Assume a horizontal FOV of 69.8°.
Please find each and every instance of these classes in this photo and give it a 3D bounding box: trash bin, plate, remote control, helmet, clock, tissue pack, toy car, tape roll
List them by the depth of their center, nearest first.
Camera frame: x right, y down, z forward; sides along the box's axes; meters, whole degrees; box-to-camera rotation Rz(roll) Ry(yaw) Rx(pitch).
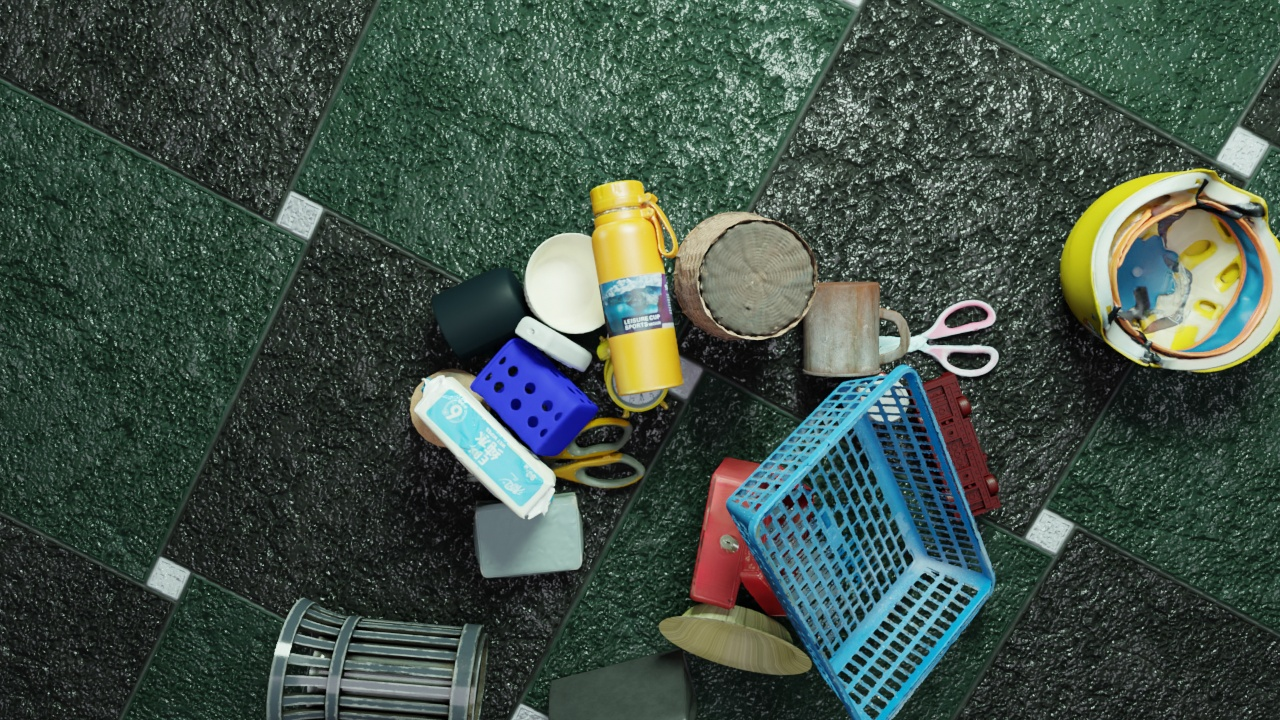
[{"bbox_3d":[0.111,-0.088,1.003,0.151,0.210,0.151,0,98,2],"label":"trash bin"},{"bbox_3d":[0.578,-0.100,1.027,0.240,0.139,0.209,30,98,-15],"label":"helmet"},{"bbox_3d":[-0.178,0.095,1.049,0.066,0.117,0.209,-44,92,-7],"label":"tissue pack"},{"bbox_3d":[-0.098,-0.017,1.069,0.060,0.114,0.028,29,88,28],"label":"remote control"},{"bbox_3d":[-0.006,0.006,1.095,0.083,0.057,0.119,-12,104,4],"label":"clock"},{"bbox_3d":[0.369,0.100,1.096,0.070,0.062,0.170,-21,97,4],"label":"toy car"},{"bbox_3d":[0.116,0.327,1.104,0.184,0.185,0.036,19,59,-1],"label":"plate"},{"bbox_3d":[-0.307,0.382,1.109,0.227,0.164,0.164,6,98,-3],"label":"trash bin"},{"bbox_3d":[-0.232,0.058,1.124,0.094,0.027,0.094,0,98,2],"label":"tape roll"}]

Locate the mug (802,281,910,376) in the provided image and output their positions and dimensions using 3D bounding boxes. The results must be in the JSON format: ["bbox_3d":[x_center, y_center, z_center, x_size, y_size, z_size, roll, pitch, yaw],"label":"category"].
[{"bbox_3d":[0.249,-0.038,1.063,0.123,0.096,0.110,-1,102,9],"label":"mug"}]

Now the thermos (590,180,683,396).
[{"bbox_3d":[0.000,-0.082,1.025,0.091,0.076,0.232,-10,89,-9],"label":"thermos"}]

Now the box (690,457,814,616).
[{"bbox_3d":[0.118,0.203,1.086,0.126,0.137,0.157,6,96,-8],"label":"box"}]

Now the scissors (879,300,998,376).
[{"bbox_3d":[0.344,-0.008,1.106,0.178,0.016,0.101,-15,98,3],"label":"scissors"}]

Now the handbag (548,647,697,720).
[{"bbox_3d":[-0.023,0.436,1.086,0.176,0.195,0.072,-16,97,3],"label":"handbag"}]

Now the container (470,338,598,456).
[{"bbox_3d":[-0.122,0.045,1.073,0.113,0.085,0.084,43,96,17],"label":"container"}]

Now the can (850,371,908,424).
[{"bbox_3d":[0.275,0.041,1.072,0.054,0.096,0.054,0,98,1],"label":"can"}]

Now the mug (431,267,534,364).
[{"bbox_3d":[-0.175,-0.044,1.088,0.094,0.085,0.122,-24,125,5],"label":"mug"}]

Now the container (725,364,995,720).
[{"bbox_3d":[0.243,0.206,1.011,0.256,0.089,0.362,-41,121,-20],"label":"container"}]

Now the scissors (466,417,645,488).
[{"bbox_3d":[-0.106,0.136,1.134,0.229,0.016,0.114,-16,115,12],"label":"scissors"}]

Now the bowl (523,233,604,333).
[{"bbox_3d":[-0.086,-0.086,1.069,0.115,0.063,0.115,2,86,-23],"label":"bowl"}]

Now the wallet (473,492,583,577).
[{"bbox_3d":[-0.137,0.214,1.133,0.131,0.054,0.100,-2,106,-1],"label":"wallet"}]
